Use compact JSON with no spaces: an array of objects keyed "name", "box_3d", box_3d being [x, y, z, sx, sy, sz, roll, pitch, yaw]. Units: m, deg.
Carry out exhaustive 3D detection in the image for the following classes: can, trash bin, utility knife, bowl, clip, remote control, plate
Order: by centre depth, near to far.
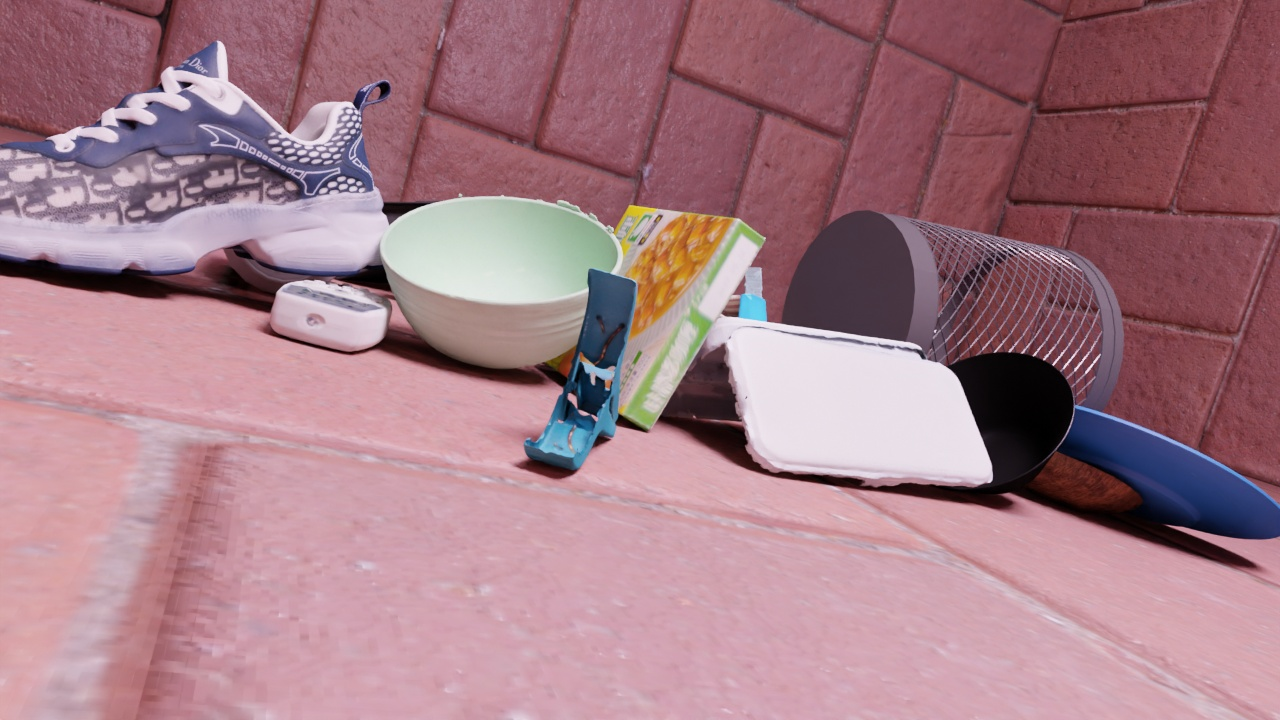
[{"name":"clip","box_3d":[-0.026,0.021,0.406,0.033,0.123,0.120,15,42,3]},{"name":"remote control","box_3d":[-0.181,-0.029,0.548,0.060,0.028,0.114,15,6,-6]},{"name":"bowl","box_3d":[-0.090,-0.044,0.595,0.151,0.077,0.150,5,33,-3]},{"name":"bowl","box_3d":[0.251,0.057,0.655,0.124,0.124,0.052,24,-23,54]},{"name":"can","box_3d":[-0.268,-0.099,0.701,0.087,0.088,0.140,14,6,-21]},{"name":"bowl","box_3d":[0.324,0.095,0.711,0.114,0.026,0.102,24,-7,35]},{"name":"plate","box_3d":[0.374,0.092,0.718,0.224,0.024,0.224,29,-8,4]},{"name":"utility knife","box_3d":[0.104,-0.039,0.834,0.031,0.015,0.219,17,33,-2]},{"name":"trash bin","box_3d":[0.280,-0.024,0.865,0.227,0.218,0.218,10,8,-25]}]

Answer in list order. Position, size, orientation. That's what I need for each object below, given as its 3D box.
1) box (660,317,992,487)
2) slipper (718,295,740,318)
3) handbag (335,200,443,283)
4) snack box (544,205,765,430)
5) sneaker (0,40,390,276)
[{"name":"box","box_3d":[0.112,0.041,0.601,0.210,0.105,0.129,10,52,-31]},{"name":"slipper","box_3d":[0.065,-0.045,0.909,0.115,0.052,0.262,15,-2,29]},{"name":"handbag","box_3d":[-0.184,-0.131,0.938,0.196,0.072,0.175,-9,1,11]},{"name":"snack box","box_3d":[-0.001,-0.036,0.596,0.027,0.132,0.168,31,-2,-25]},{"name":"sneaker","box_3d":[-0.267,-0.118,0.530,0.268,0.132,0.103,-5,16,-41]}]
